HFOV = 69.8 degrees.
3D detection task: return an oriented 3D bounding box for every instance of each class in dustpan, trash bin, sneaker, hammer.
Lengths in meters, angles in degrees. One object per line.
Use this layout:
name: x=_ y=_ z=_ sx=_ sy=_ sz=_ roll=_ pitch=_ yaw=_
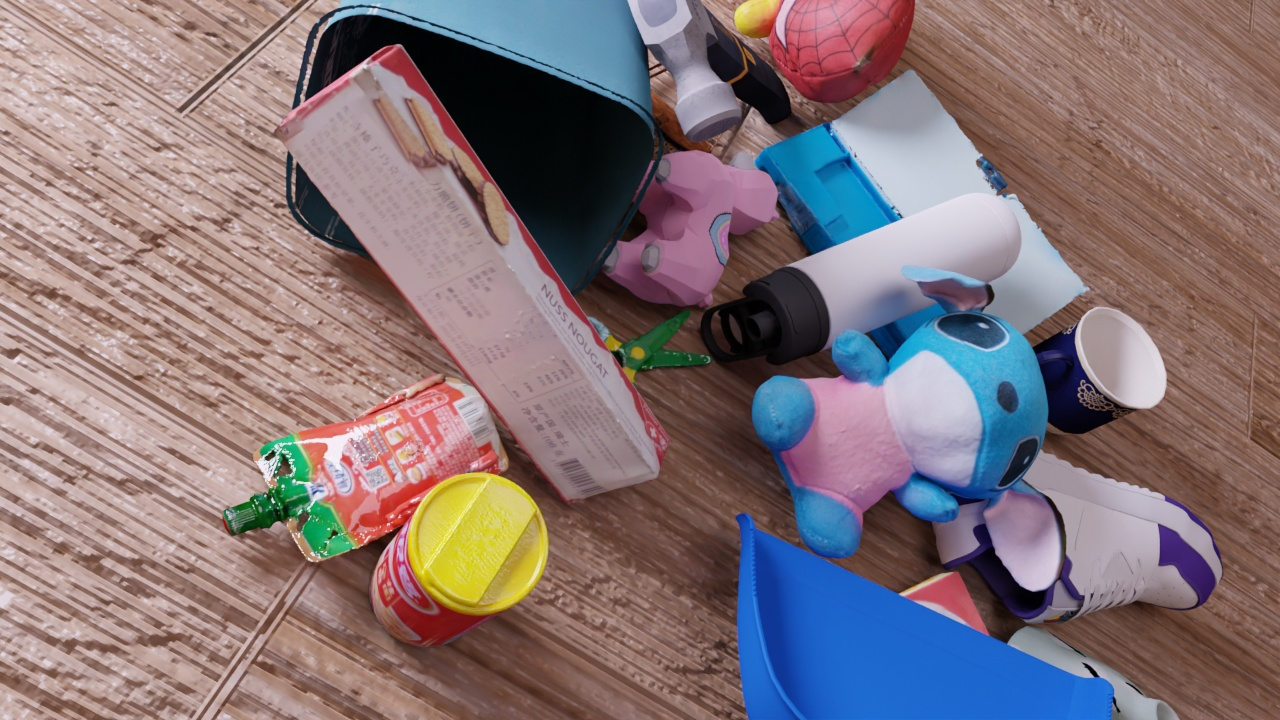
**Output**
dustpan: x=0.139 y=0.218 z=0.485 sx=0.245 sy=0.060 sz=0.256 roll=24 pitch=46 yaw=3
trash bin: x=-0.095 y=-0.191 z=0.592 sx=0.199 sy=0.197 sz=0.218 roll=16 pitch=54 yaw=-17
sneaker: x=0.318 y=0.147 z=0.667 sx=0.244 sy=0.092 sz=0.110 roll=24 pitch=60 yaw=-8
hammer: x=0.064 y=-0.207 z=0.651 sx=0.139 sy=0.035 sz=0.312 roll=68 pitch=21 yaw=3

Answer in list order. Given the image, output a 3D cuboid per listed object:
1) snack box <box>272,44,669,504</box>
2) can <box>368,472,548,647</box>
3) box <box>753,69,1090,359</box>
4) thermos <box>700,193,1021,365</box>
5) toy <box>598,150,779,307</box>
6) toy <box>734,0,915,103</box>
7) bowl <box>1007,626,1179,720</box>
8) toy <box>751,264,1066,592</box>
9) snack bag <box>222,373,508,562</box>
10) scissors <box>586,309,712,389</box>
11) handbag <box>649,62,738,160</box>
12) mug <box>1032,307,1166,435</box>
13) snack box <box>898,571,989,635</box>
snack box: x=-0.083 y=-0.035 z=0.511 sx=0.273 sy=0.077 sz=0.044 roll=55 pitch=33 yaw=-24
can: x=-0.098 y=0.107 z=0.476 sx=0.066 sy=0.125 sz=0.066 roll=11 pitch=62 yaw=-21
box: x=0.224 y=-0.103 z=0.763 sx=0.175 sy=0.060 sz=0.243 roll=-32 pitch=81 yaw=-15
thermos: x=0.164 y=-0.058 z=0.672 sx=0.229 sy=0.101 sz=0.068 roll=-22 pitch=95 yaw=-23
toy: x=0.043 y=-0.100 z=0.668 sx=0.157 sy=0.067 sz=0.123 roll=4 pitch=91 yaw=-49
toy: x=0.160 y=-0.309 z=0.781 sx=0.098 sy=0.148 sz=0.216 roll=25 pitch=40 yaw=-41
bowl: x=0.313 y=0.250 z=0.593 sx=0.174 sy=0.068 sz=0.173 roll=28 pitch=43 yaw=-31
toy: x=0.180 y=0.055 z=0.602 sx=0.191 sy=0.099 sz=0.224 roll=-22 pitch=96 yaw=0
snack bag: x=-0.157 y=0.061 z=0.521 sx=0.154 sy=0.044 sz=0.087 roll=-23 pitch=59 yaw=-30
scissors: x=-0.009 y=-0.011 z=0.641 sx=0.108 sy=0.012 sz=0.131 roll=47 pitch=56 yaw=3
handbag: x=0.043 y=-0.215 z=0.749 sx=0.093 sy=0.043 sz=0.195 roll=43 pitch=53 yaw=-2
mug: x=0.343 y=0.014 z=0.739 sx=0.111 sy=0.089 sz=0.085 roll=6 pitch=64 yaw=-22
snack box: x=0.179 y=0.228 z=0.590 sx=0.142 sy=0.040 sz=0.145 roll=-13 pitch=72 yaw=-31
